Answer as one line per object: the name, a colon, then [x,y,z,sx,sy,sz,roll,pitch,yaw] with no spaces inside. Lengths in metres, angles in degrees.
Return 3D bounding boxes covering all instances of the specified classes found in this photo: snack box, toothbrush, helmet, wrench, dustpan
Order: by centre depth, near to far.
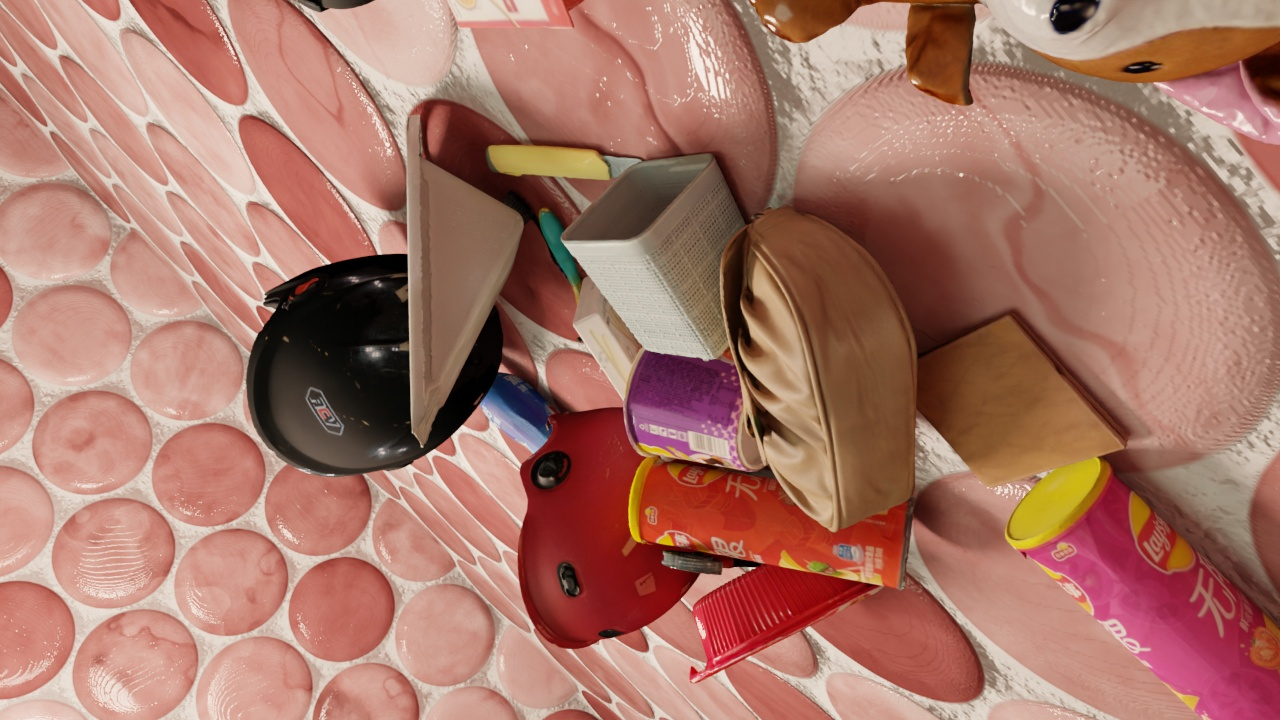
snack box: [-0.085,-0.260,0.544,0.127,0.044,0.113,21,146,44]
snack box: [-0.005,0.005,0.789,0.157,0.027,0.084,57,-162,-25]
dustpan: [-0.200,-0.074,0.819,0.142,0.257,0.223,28,168,-6]
toothbrush: [-0.064,-0.075,0.834,0.189,0.016,0.014,54,160,-20]
wrench: [0.082,0.182,0.837,0.056,0.016,0.273,7,172,24]
helmet: [-0.007,0.148,0.860,0.144,0.239,0.207,-15,124,27]
helmet: [-0.286,0.002,1.007,0.231,0.273,0.233,-11,115,29]

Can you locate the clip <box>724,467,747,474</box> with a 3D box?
clip: [0.100,0.079,0.808,0.035,0.092,0.103,52,-170,-17]

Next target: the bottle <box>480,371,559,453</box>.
bottle: [-0.139,0.067,1.110,0.219,0.065,0.065,38,155,16]

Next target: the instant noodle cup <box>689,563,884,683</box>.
instant noodle cup: [0.119,0.221,0.831,0.066,0.193,0.194,64,161,19]

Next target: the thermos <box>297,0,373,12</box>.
thermos: [-0.203,-0.313,0.601,0.093,0.092,0.143,35,147,22]

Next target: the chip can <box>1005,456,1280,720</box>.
chip can: [0.313,0.151,0.524,0.210,0.071,0.072,44,156,3]

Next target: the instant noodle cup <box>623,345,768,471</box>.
instant noodle cup: [0.058,0.033,0.712,0.099,0.111,0.112,14,142,34]

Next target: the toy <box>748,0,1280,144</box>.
toy: [0.134,-0.147,0.298,0.200,0.130,0.140,25,144,19]

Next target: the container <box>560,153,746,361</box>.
container: [0.024,-0.067,0.623,0.090,0.089,0.111,9,141,51]

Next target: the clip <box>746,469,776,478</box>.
clip: [0.112,0.110,0.835,0.058,0.026,0.038,2,144,46]

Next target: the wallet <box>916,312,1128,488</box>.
wallet: [0.215,0.027,0.551,0.101,0.020,0.115,47,153,-2]

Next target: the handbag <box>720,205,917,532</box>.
handbag: [0.106,0.011,0.570,0.147,0.100,0.205,-114,5,-45]

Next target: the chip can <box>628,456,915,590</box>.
chip can: [0.102,0.127,0.726,0.217,0.073,0.073,8,142,18]

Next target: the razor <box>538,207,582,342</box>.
razor: [-0.060,-0.078,0.806,0.028,0.043,0.133,-113,-1,-59]

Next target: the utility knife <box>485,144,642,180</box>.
utility knife: [-0.061,-0.150,0.707,0.196,0.020,0.031,20,150,45]
